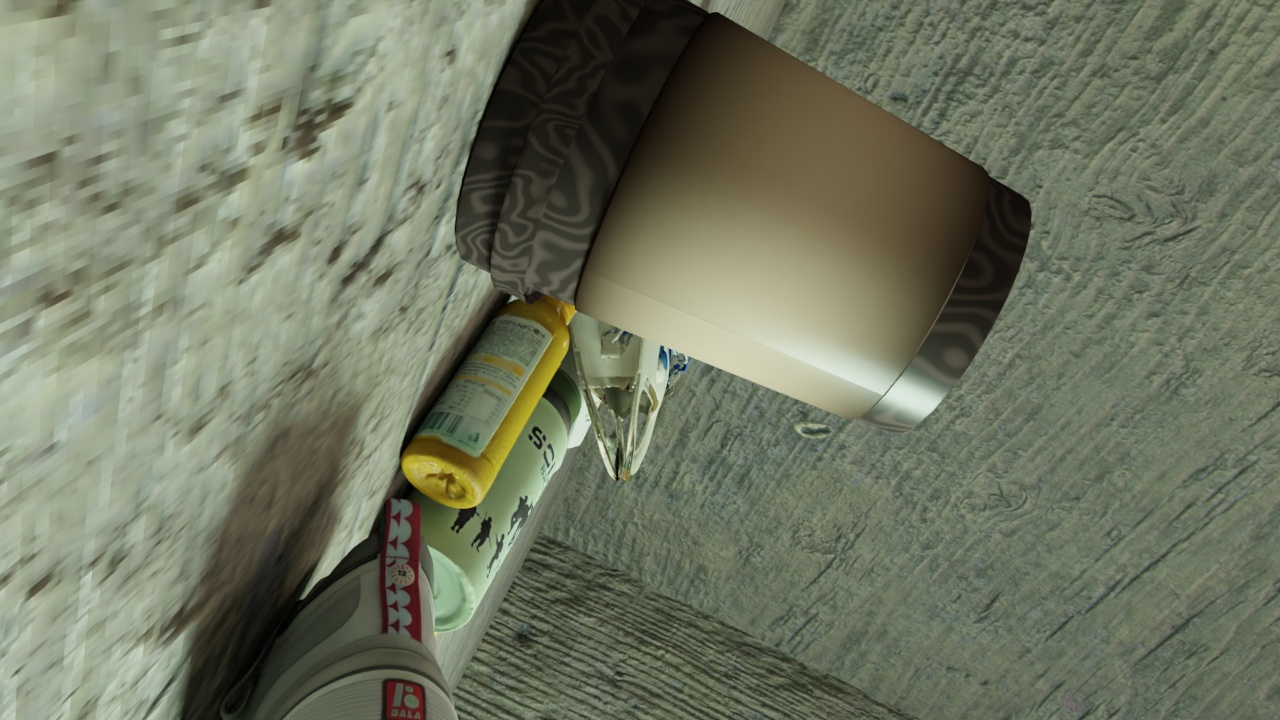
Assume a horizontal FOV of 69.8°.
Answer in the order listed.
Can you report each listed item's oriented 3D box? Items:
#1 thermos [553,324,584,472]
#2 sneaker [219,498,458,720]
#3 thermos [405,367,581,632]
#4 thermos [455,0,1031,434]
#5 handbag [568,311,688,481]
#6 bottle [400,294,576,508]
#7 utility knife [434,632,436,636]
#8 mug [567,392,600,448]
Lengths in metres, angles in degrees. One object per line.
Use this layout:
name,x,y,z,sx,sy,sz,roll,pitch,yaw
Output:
thermos,-0.073,0.016,0.858,0.223,0.052,0.052,-74,-173,-54
sneaker,-0.157,0.177,0.441,0.264,0.096,0.128,-53,-150,38
thermos,-0.108,0.083,0.648,0.230,0.082,0.082,-64,179,-57
thermos,0.050,-0.071,0.446,0.172,0.226,0.173,-64,179,-2
handbag,-0.005,0.005,0.800,0.200,0.093,0.199,53,34,-75
bottle,-0.083,0.005,0.579,0.053,0.053,0.185,115,1,-50
utility knife,-0.180,0.231,0.788,0.030,0.018,0.207,10,101,-79
mug,-0.087,0.037,0.958,0.105,0.073,0.090,-11,133,-56
